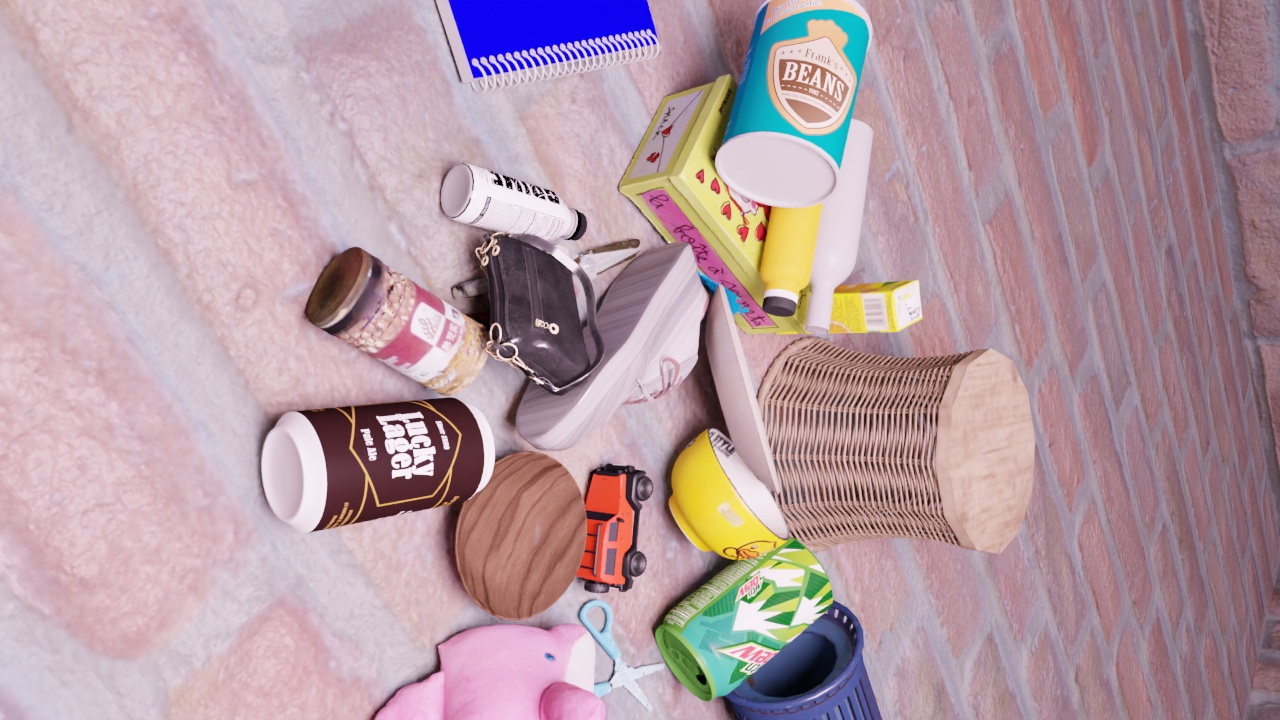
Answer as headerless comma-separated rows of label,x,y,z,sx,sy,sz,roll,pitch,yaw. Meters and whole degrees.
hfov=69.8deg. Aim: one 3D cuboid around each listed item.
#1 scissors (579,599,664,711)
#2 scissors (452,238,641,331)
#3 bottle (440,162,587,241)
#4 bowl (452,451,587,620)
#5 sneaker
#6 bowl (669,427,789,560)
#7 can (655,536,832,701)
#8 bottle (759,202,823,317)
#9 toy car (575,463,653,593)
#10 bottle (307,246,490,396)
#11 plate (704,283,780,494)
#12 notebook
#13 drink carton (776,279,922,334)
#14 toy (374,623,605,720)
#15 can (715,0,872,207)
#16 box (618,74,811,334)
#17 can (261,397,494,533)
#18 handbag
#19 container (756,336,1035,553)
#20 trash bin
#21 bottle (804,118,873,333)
scissors,-0.024,0.244,0.754,0.139,0.015,0.118,6,85,-52
scissors,-0.063,-0.060,0.718,0.188,0.015,0.140,18,75,-44
bottle,-0.088,-0.111,0.675,0.115,0.041,0.041,10,82,-45
bowl,-0.093,0.125,0.667,0.119,0.032,0.119,2,87,-46
sneaker,-0.004,0.004,0.718,0.089,0.099,0.235,55,47,-22
bowl,0.068,0.124,0.795,0.117,0.068,0.117,49,14,-17
can,0.091,0.221,0.798,0.143,0.083,0.083,-31,111,-26
bottle,0.131,-0.109,0.791,0.043,0.043,0.143,25,72,-43
toy car,-0.026,0.131,0.723,0.048,0.051,0.100,12,80,-47
bottle,-0.154,-0.023,0.593,0.105,0.056,0.056,36,64,-39
plate,0.084,0.027,0.803,0.188,0.027,0.188,-15,89,-83
notebook,-0.077,-0.307,0.709,0.208,0.022,0.171,-29,107,-43
drink carton,0.201,-0.050,0.903,0.058,0.135,0.043,-23,107,-46
toy,-0.112,0.256,0.587,0.128,0.187,0.264,32,34,-1
can,0.126,-0.213,0.747,0.099,0.099,0.143,33,65,-40
box,0.091,-0.131,0.834,0.221,0.080,0.124,45,58,-34
can,-0.161,0.062,0.572,0.128,0.072,0.072,-4,91,-46
handbag,-0.074,-0.037,0.633,0.079,0.054,0.128,28,39,-43
container,0.255,0.086,0.908,0.226,0.197,0.227,2,87,-46
trash bin,0.168,0.361,0.854,0.138,0.139,0.250,-39,117,-40
bottle,0.173,-0.120,0.831,0.052,0.053,0.195,24,71,-43
